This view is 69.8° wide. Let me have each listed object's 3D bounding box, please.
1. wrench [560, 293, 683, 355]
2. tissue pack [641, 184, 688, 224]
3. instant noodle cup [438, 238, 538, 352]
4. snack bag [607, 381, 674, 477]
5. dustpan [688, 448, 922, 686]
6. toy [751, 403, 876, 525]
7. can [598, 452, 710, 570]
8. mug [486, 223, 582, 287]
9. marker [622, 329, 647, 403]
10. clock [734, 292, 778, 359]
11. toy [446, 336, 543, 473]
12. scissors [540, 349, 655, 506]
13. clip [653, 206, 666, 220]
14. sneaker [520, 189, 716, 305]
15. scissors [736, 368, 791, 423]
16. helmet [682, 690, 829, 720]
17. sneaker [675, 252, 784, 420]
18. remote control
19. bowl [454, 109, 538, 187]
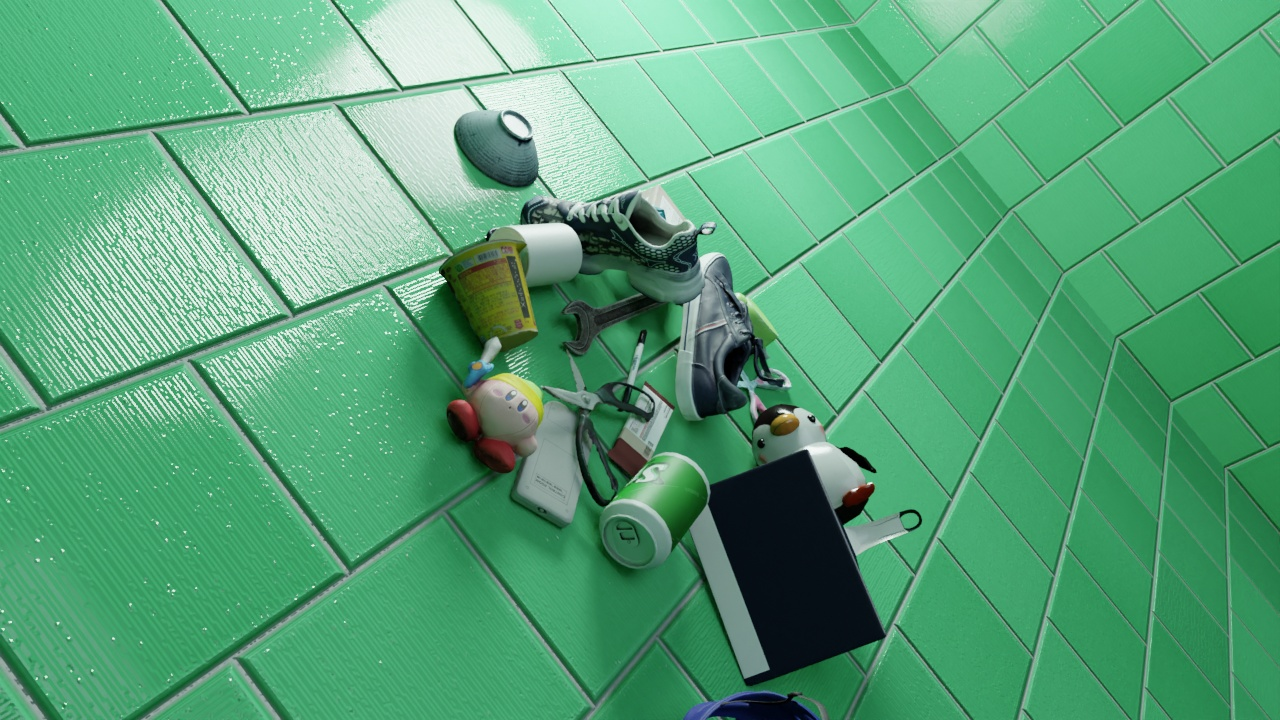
[{"bbox_3d":[-0.012,-0.073,1.259,0.272,0.010,0.070,-24,103,-45],"label":"wrench"},{"bbox_3d":[0.015,-0.183,1.392,0.104,0.071,0.180,47,38,-30],"label":"tissue pack"},{"bbox_3d":[-0.173,-0.071,1.081,0.100,0.101,0.112,-11,77,-49],"label":"instant noodle cup"},{"bbox_3d":[0.002,0.089,1.175,0.057,0.013,0.157,42,38,-12],"label":"snack bag"},{"bbox_3d":[0.217,0.235,1.122,0.080,0.273,0.236,58,11,-71],"label":"dustpan"},{"bbox_3d":[0.224,0.149,1.273,0.184,0.159,0.140,62,-5,31],"label":"toy"},{"bbox_3d":[0.018,0.171,1.057,0.088,0.088,0.139,49,37,0],"label":"can"},{"bbox_3d":[-0.147,-0.143,1.184,0.112,0.079,0.096,34,29,29],"label":"mug"},{"bbox_3d":[-0.007,0.007,1.239,0.011,0.011,0.151,35,40,-18],"label":"marker"},{"bbox_3d":[0.171,-0.062,1.431,0.119,0.042,0.094,54,11,13],"label":"clock"},{"bbox_3d":[-0.153,0.050,1.016,0.124,0.097,0.131,43,56,1],"label":"toy"},{"bbox_3d":[-0.040,0.084,1.103,0.201,0.015,0.205,17,53,-44],"label":"scissors"},{"bbox_3d":[-0.019,-0.208,1.339,0.097,0.116,0.026,-76,156,-46],"label":"clip"},{"bbox_3d":[-0.031,-0.180,1.221,0.269,0.133,0.103,22,48,9],"label":"sneaker"},{"bbox_3d":[0.181,0.048,1.394,0.176,0.013,0.170,-9,61,-46],"label":"scissors"},{"bbox_3d":[0.137,0.389,0.872,0.241,0.228,0.147,13,59,-36],"label":"helmet"},{"bbox_3d":[0.131,-0.043,1.300,0.121,0.127,0.293,61,28,-44],"label":"sneaker"},{"bbox_3d":[-0.097,0.114,1.048,0.074,0.019,0.150,34,40,-19],"label":"remote control"},{"bbox_3d":[-0.188,-0.317,1.299,0.137,0.057,0.136,26,43,-27],"label":"bowl"}]
